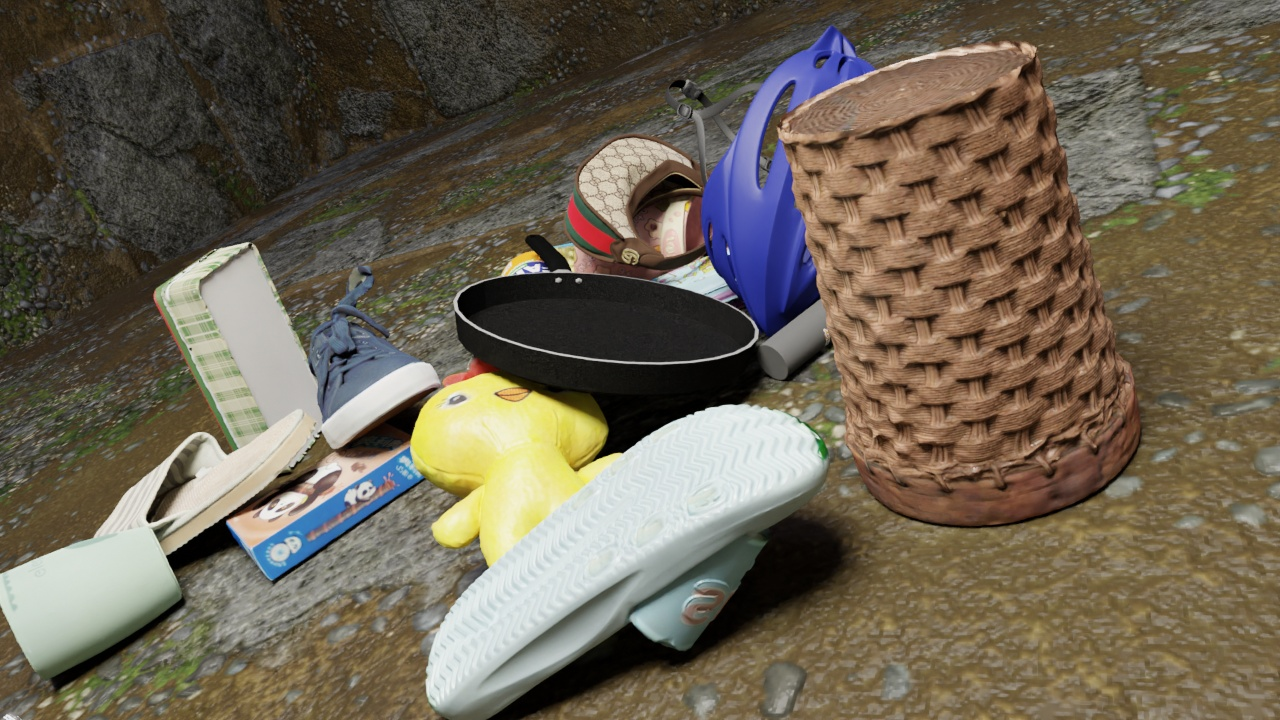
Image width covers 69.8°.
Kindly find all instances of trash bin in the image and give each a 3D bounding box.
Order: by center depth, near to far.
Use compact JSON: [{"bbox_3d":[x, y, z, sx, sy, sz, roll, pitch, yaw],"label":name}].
[{"bbox_3d":[0.159,-0.043,0.474,0.151,0.210,0.151,-19,23,8],"label":"trash bin"}]

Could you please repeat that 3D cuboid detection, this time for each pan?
[{"bbox_3d":[-0.047,-0.048,0.746,0.225,0.034,0.356,-1,20,-20],"label":"pan"}]

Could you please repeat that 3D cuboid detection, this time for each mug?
[{"bbox_3d":[-0.417,0.177,0.702,0.103,0.084,0.111,-26,8,-31],"label":"mug"}]

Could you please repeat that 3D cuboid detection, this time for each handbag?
[{"bbox_3d":[0.012,-0.145,0.857,0.138,0.063,0.166,30,45,8],"label":"handbag"}]

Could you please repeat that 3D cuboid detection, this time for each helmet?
[{"bbox_3d":[0.099,-0.153,0.752,0.228,0.147,0.241,27,97,41],"label":"helmet"}]

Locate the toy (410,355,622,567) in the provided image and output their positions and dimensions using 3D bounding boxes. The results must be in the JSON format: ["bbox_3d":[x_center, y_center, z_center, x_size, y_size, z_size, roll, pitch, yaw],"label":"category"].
[{"bbox_3d":[-0.080,0.070,0.609,0.133,0.092,0.207,-10,29,-17],"label":"toy"}]

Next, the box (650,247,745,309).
[{"bbox_3d":[0.078,-0.073,0.829,0.214,0.036,0.076,-23,24,1],"label":"box"}]

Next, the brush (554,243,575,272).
[{"bbox_3d":[-0.080,-0.101,1.013,0.136,0.055,0.075,-5,7,36],"label":"brush"}]

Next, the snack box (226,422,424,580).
[{"bbox_3d":[-0.251,0.109,0.744,0.151,0.034,0.087,-35,25,-27],"label":"snack box"}]

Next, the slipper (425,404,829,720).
[{"bbox_3d":[-0.007,0.111,0.479,0.245,0.074,0.104,-37,24,8],"label":"slipper"}]

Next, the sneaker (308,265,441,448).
[{"bbox_3d":[-0.258,-0.007,0.824,0.120,0.127,0.295,-33,16,-18],"label":"sneaker"}]

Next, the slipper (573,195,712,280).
[{"bbox_3d":[0.028,-0.123,0.923,0.197,0.093,0.081,-29,35,-16],"label":"slipper"}]

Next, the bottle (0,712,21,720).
[{"bbox_3d":[-0.442,0.269,0.576,0.036,0.036,0.109,-5,30,36],"label":"bottle"}]

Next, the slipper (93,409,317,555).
[{"bbox_3d":[-0.384,0.110,0.782,0.273,0.054,0.114,-26,32,24],"label":"slipper"}]

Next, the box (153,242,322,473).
[{"bbox_3d":[-0.369,0.001,0.870,0.050,0.206,0.117,-10,27,10],"label":"box"}]

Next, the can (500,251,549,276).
[{"bbox_3d":[-0.096,-0.052,0.886,0.079,0.079,0.142,-23,24,-1],"label":"can"}]

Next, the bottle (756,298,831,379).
[{"bbox_3d":[0.136,-0.028,0.687,0.112,0.030,0.030,-36,27,-26],"label":"bottle"}]
